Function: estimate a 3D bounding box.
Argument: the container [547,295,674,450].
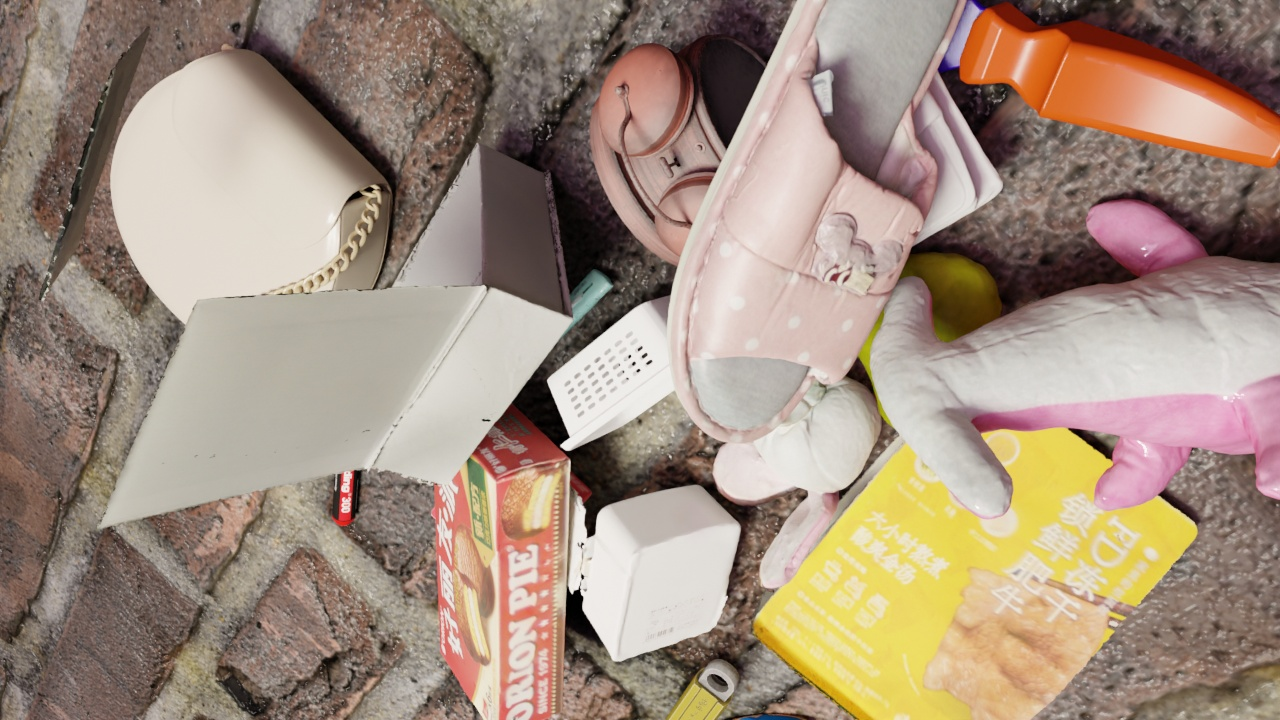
[{"bbox_3d":[-0.004,0.004,0.619,0.130,0.080,0.049,-37,81,34],"label":"container"}]

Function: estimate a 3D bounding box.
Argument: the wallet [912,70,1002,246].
[{"bbox_3d":[0.131,-0.118,0.496,0.116,0.032,0.086,61,143,9],"label":"wallet"}]

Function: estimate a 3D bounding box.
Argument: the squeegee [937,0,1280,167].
[{"bbox_3d":[0.219,-0.139,0.451,0.185,0.055,0.250,33,133,27],"label":"squeegee"}]

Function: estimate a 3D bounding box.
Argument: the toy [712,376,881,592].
[{"bbox_3d":[0.094,0.021,0.564,0.105,0.131,0.206,-16,121,-8],"label":"toy"}]

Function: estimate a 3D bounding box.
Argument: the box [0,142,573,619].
[{"bbox_3d":[-0.158,0.002,0.517,0.150,0.367,0.167,42,121,5],"label":"box"}]

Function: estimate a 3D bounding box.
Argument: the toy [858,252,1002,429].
[{"bbox_3d":[0.161,-0.008,0.530,0.090,0.051,0.110,-2,86,23],"label":"toy"}]

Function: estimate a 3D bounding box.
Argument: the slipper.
[{"bbox_3d":[0.091,-0.081,0.434,0.054,0.114,0.275,38,114,52],"label":"slipper"}]

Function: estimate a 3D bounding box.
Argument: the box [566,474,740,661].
[{"bbox_3d":[-0.018,0.133,0.678,0.137,0.124,0.109,43,133,48],"label":"box"}]

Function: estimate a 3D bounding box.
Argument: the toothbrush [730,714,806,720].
[{"bbox_3d":[0.077,0.297,0.738,0.135,0.021,0.017,-20,117,35],"label":"toothbrush"}]

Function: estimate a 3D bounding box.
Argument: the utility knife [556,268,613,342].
[{"bbox_3d":[-0.065,-0.019,0.665,0.129,0.015,0.022,-44,55,25],"label":"utility knife"}]

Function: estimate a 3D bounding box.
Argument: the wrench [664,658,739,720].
[{"bbox_3d":[0.025,0.328,0.763,0.083,0.018,0.274,34,129,12],"label":"wrench"}]

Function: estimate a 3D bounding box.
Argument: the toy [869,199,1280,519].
[{"bbox_3d":[0.248,0.017,0.455,0.265,0.186,0.128,-7,134,1],"label":"toy"}]

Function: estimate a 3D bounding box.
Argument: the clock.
[{"bbox_3d":[0.031,-0.112,0.500,0.072,0.157,0.120,-24,99,39],"label":"clock"}]

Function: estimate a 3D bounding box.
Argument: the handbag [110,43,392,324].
[{"bbox_3d":[-0.307,-0.110,0.708,0.210,0.103,0.209,45,120,1],"label":"handbag"}]

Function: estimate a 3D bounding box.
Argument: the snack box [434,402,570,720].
[{"bbox_3d":[-0.106,0.153,0.690,0.113,0.060,0.237,36,130,48],"label":"snack box"}]

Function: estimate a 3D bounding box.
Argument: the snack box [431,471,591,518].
[{"bbox_3d":[-0.109,0.118,0.754,0.089,0.021,0.133,44,124,3],"label":"snack box"}]

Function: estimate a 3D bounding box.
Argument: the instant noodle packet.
[{"bbox_3d":[0.202,0.131,0.577,0.163,0.084,0.222,39,112,8],"label":"instant noodle packet"}]

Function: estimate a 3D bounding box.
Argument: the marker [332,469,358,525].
[{"bbox_3d":[-0.260,0.087,0.818,0.023,0.021,0.145,19,119,10],"label":"marker"}]
